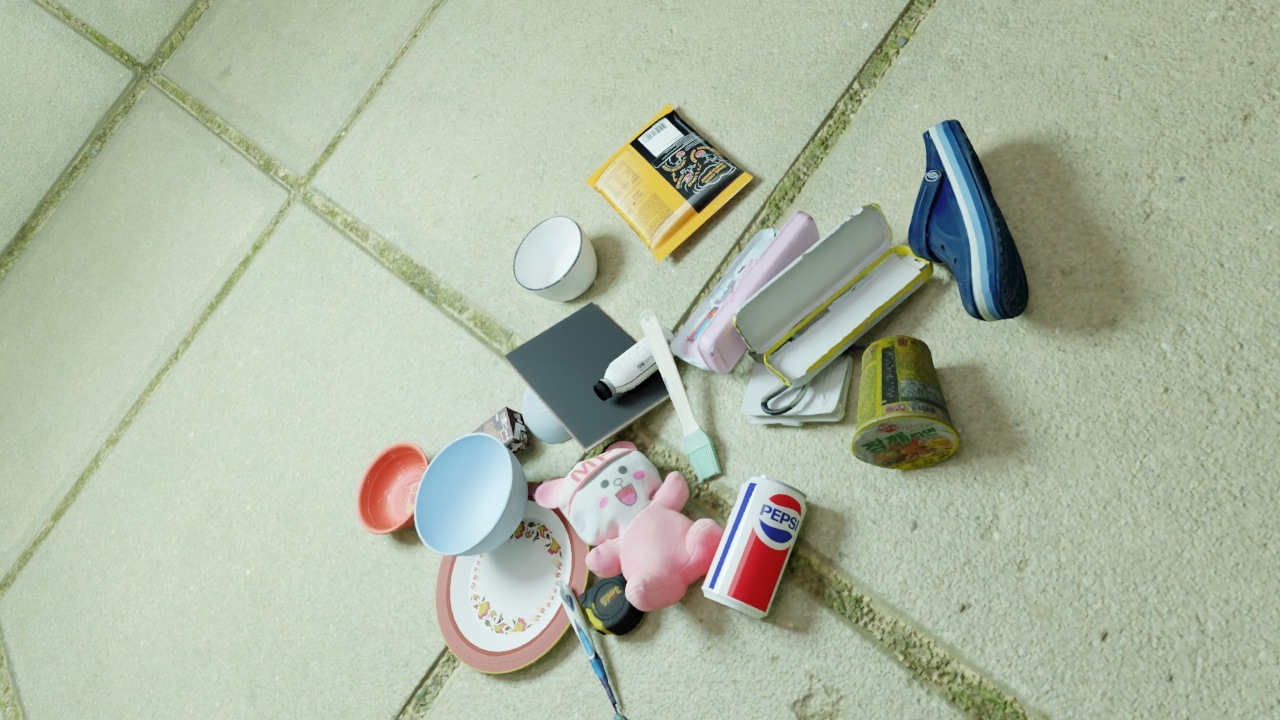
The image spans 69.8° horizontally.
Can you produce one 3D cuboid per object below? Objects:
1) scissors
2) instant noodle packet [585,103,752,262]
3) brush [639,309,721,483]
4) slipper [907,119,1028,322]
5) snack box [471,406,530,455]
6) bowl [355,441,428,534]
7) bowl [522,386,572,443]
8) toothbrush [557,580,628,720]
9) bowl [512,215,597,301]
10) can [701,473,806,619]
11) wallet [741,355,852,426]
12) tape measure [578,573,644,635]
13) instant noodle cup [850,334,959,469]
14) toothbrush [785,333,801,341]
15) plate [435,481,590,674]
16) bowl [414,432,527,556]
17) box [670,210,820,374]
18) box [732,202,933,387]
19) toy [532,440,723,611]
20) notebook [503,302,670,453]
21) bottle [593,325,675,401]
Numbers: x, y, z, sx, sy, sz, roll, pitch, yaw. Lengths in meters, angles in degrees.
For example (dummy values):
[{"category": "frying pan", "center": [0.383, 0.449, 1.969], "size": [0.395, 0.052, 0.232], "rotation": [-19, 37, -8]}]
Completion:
[{"category": "scissors", "center": [0.182, -0.003, 0.991], "size": [0.169, 0.012, 0.157], "rotation": [19, 67, 45]}, {"category": "instant noodle packet", "center": [0.031, -0.245, 1.241], "size": [0.160, 0.032, 0.220], "rotation": [-42, 50, 5]}, {"category": "brush", "center": [0.042, 0.036, 1.060], "size": [0.033, 0.012, 0.217], "rotation": [-28, 69, 19]}, {"category": "slipper", "center": [0.324, -0.136, 0.941], "size": [0.095, 0.105, 0.252], "rotation": [-20, 52, 26]}, {"category": "snack box", "center": [-0.209, 0.123, 1.197], "size": [0.141, 0.031, 0.051], "rotation": [-37, 50, 20]}, {"category": "bowl", "center": [-0.324, 0.178, 1.246], "size": [0.131, 0.045, 0.130], "rotation": [-16, 58, 27]}, {"category": "bowl", "center": [-0.112, 0.050, 1.175], "size": [0.106, 0.039, 0.106], "rotation": [-16, 58, 27]}, {"category": "toothbrush", "center": [-0.051, 0.320, 0.986], "size": [0.016, 0.017, 0.189], "rotation": [-33, 60, 7]}, {"category": "bowl", "center": [-0.110, -0.132, 1.255], "size": [0.117, 0.065, 0.116], "rotation": [-16, 58, 27]}, {"category": "can", "center": [0.116, 0.187, 0.926], "size": [0.070, 0.070, 0.132], "rotation": [13, 74, 38]}, {"category": "wallet", "center": [0.172, 0.033, 1.001], "size": [0.116, 0.032, 0.086], "rotation": [0, 55, 36]}, {"category": "tape measure", "center": [-0.025, 0.267, 1.003], "size": [0.067, 0.038, 0.062], "rotation": [-40, 42, 6]}, {"category": "instant noodle cup", "center": [0.255, 0.039, 0.904], "size": [0.102, 0.102, 0.108], "rotation": [-15, 49, 27]}, {"category": "toothbrush", "center": [0.140, -0.036, 1.067], "size": [0.181, 0.016, 0.016], "rotation": [16, 67, 39]}, {"category": "plate", "center": [-0.153, 0.258, 1.102], "size": [0.230, 0.021, 0.229], "rotation": [-16, 58, 27]}, {"category": "bowl", "center": [-0.192, 0.170, 1.111], "size": [0.151, 0.074, 0.150], "rotation": [-16, 59, 27]}, {"category": "box", "center": [0.112, -0.086, 1.055], "size": [0.103, 0.101, 0.201], "rotation": [31, 77, 34]}, {"category": "box", "center": [0.204, -0.073, 0.974], "size": [0.210, 0.080, 0.084], "rotation": [-40, 36, -6]}, {"category": "toy", "center": [-0.012, 0.174, 1.009], "size": [0.141, 0.084, 0.213], "rotation": [-37, 51, -17]}, {"category": "notebook", "center": [-0.063, 0.014, 1.146], "size": [0.141, 0.008, 0.209], "rotation": [-33, 47, -15]}, {"category": "bottle", "center": [-0.007, 0.006, 1.100], "size": [0.115, 0.041, 0.041], "rotation": [-38, 46, -19]}]
